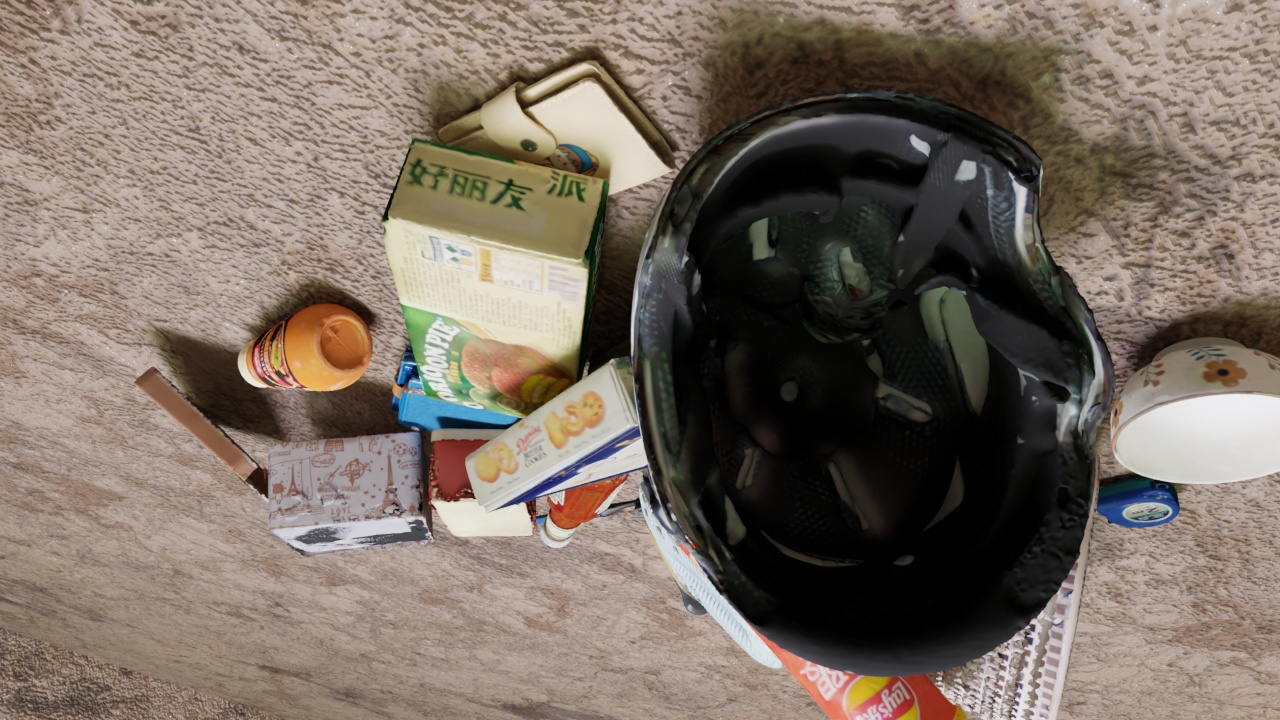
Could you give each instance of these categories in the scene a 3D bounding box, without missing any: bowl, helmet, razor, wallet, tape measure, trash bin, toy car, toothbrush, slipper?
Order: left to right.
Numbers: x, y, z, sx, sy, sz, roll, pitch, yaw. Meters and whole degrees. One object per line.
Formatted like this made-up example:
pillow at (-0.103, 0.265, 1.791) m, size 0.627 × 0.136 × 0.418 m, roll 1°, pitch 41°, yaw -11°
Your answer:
wallet at (-0.154, 0.034, 0.763) m, size 0.106 × 0.040 × 0.133 m, roll 18°, pitch 155°, yaw -11°
wallet at (-0.051, -0.119, 0.515) m, size 0.115 × 0.024 × 0.087 m, roll -12°, pitch 139°, yaw 34°
toothbrush at (-0.054, 0.160, 0.949) m, size 0.190 × 0.016 × 0.014 m, roll -15°, pitch 131°, yaw 36°
toy car at (-0.004, 0.004, 0.678) m, size 0.042 × 0.035 × 0.091 m, roll 32°, pitch 144°, yaw -27°
razor at (0.045, 0.206, 0.963) m, size 0.068 × 0.062 × 0.167 m, roll 26°, pitch 156°, yaw 41°
slipper at (0.070, 0.163, 0.779) m, size 0.245 × 0.074 × 0.104 m, roll 38°, pitch 157°, yaw 60°
helmet at (0.101, 0.007, 0.484) m, size 0.230 × 0.274 × 0.157 m, roll -18°, pitch -173°, yaw -5°
trash bin at (0.230, 0.162, 0.707) m, size 0.192 × 0.226 × 0.228 m, roll 11°, pitch 150°, yaw 25°
tape measure at (0.394, 0.111, 0.725) m, size 0.058 × 0.025 × 0.054 m, roll -24°, pitch 135°, yaw 39°
bowl at (0.355, 0.025, 0.573) m, size 0.113 × 0.062 × 0.114 m, roll 9°, pitch 149°, yaw 5°

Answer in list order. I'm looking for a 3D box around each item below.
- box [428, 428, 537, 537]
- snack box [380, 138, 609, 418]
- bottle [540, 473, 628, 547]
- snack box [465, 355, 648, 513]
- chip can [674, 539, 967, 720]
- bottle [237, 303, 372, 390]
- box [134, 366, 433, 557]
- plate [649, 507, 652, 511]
box at (-0.137, 0.120, 0.813) m, size 0.091 × 0.079 × 0.168 m, roll 1°, pitch 160°, yaw -4°
snack box at (-0.088, -0.035, 0.592) m, size 0.114 × 0.063 × 0.240 m, roll 12°, pitch 154°, yaw 0°
bottle at (-0.060, 0.129, 0.863) m, size 0.060 × 0.059 × 0.207 m, roll 16°, pitch 147°, yaw -8°
snack box at (0.002, 0.041, 0.631) m, size 0.182 × 0.045 × 0.178 m, roll -9°, pitch 163°, yaw -43°
chip can at (0.120, 0.183, 0.632) m, size 0.216 × 0.073 × 0.073 m, roll 46°, pitch 150°, yaw 14°
bottle at (-0.276, -0.004, 0.730) m, size 0.150 × 0.066 × 0.066 m, roll -9°, pitch 143°, yaw 40°
box at (-0.316, 0.105, 0.838) m, size 0.273 × 0.126 × 0.179 m, roll 19°, pitch 159°, yaw -2°
plate at (0.096, 0.066, 0.690) m, size 0.163 × 0.034 × 0.165 m, roll -6°, pitch 162°, yaw -41°
